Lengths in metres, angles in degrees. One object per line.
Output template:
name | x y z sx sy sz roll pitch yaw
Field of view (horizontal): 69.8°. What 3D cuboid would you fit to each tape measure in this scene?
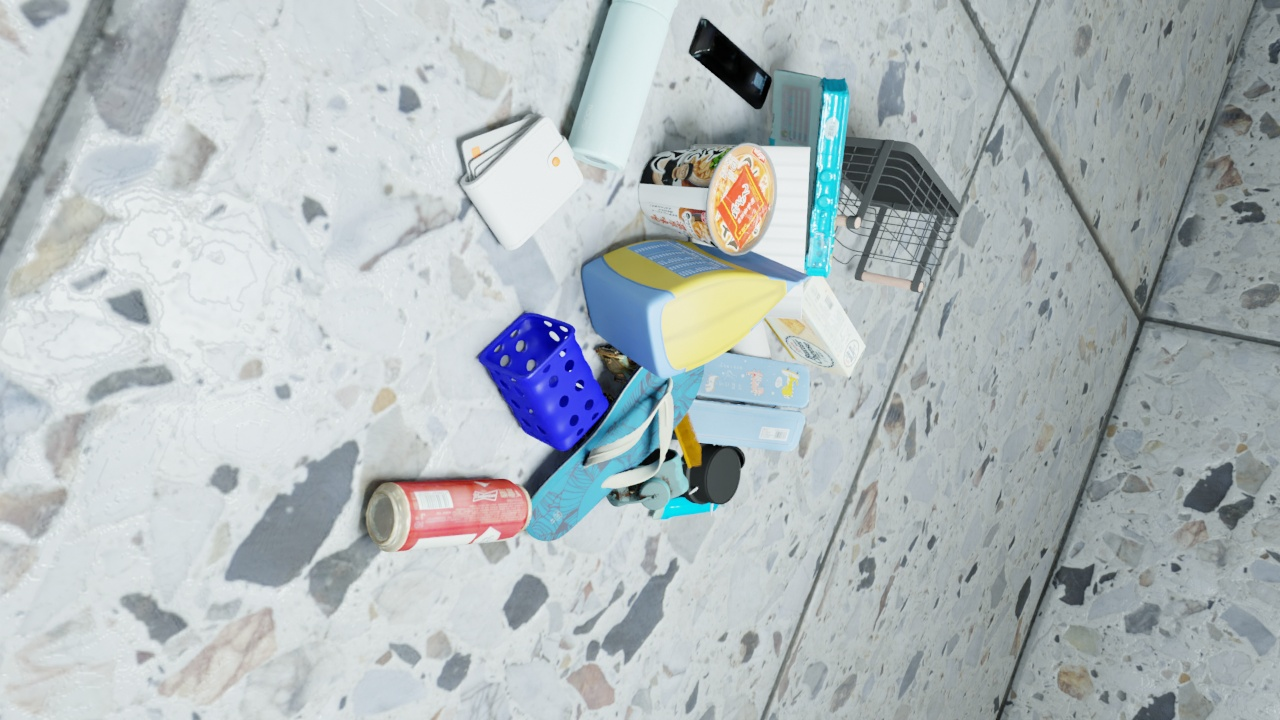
tape measure | -0.048 0.083 1.086 0.067 0.038 0.063 -33 127 -37

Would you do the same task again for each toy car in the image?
toy car | -0.007 0.006 1.096 0.111 0.047 0.047 0 103 -46

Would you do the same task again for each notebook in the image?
notebook | 0.130 -0.156 1.124 0.009 0.143 0.210 -49 141 -63

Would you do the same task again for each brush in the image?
brush | 0.050 0.071 1.147 0.048 0.017 0.126 -80 152 -64

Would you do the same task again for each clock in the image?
clock | 0.103 0.144 1.260 0.091 0.043 0.120 49 59 -40
clock | 0.006 0.148 1.129 0.124 0.090 0.053 -27 112 -59

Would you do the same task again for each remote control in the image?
remote control | 0.116 -0.358 1.116 0.150 0.022 0.047 20 89 -49

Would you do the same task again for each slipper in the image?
slipper | -0.014 0.101 1.053 0.294 0.060 0.118 -47 142 -8

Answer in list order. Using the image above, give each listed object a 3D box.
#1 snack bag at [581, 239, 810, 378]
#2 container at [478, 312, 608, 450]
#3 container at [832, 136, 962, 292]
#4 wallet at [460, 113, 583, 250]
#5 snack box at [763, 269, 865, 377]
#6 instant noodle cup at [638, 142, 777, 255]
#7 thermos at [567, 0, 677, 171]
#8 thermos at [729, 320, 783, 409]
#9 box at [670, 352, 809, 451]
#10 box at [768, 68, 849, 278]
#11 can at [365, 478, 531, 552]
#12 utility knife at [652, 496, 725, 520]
snack bag | 0.061 -0.079 1.024 0.204 0.159 0.102 -24 122 -22
container | -0.100 0.023 0.974 0.084 0.085 0.114 -46 134 -25
container | 0.326 -0.206 1.292 0.241 0.163 0.130 27 83 -48
wallet | -0.122 -0.190 0.910 0.118 0.037 0.115 -49 134 -19
snack box | 0.229 -0.062 1.286 0.057 0.104 0.208 -57 137 -13
instant noodle cup | 0.071 -0.191 1.052 0.123 0.122 0.124 -19 117 -42
thermos | -0.018 -0.307 0.958 0.077 0.065 0.207 16 92 -51
thermos | 0.155 0.003 1.267 0.052 0.052 0.224 -42 131 -29
box | 0.129 0.053 1.213 0.209 0.034 0.127 8 98 -23
box | 0.215 -0.238 1.148 0.071 0.181 0.227 -5 117 -10
can | -0.192 0.155 0.935 0.170 0.067 0.067 5 100 -48
utility knife | 0.071 0.203 1.277 0.174 0.015 0.031 7 101 -50
